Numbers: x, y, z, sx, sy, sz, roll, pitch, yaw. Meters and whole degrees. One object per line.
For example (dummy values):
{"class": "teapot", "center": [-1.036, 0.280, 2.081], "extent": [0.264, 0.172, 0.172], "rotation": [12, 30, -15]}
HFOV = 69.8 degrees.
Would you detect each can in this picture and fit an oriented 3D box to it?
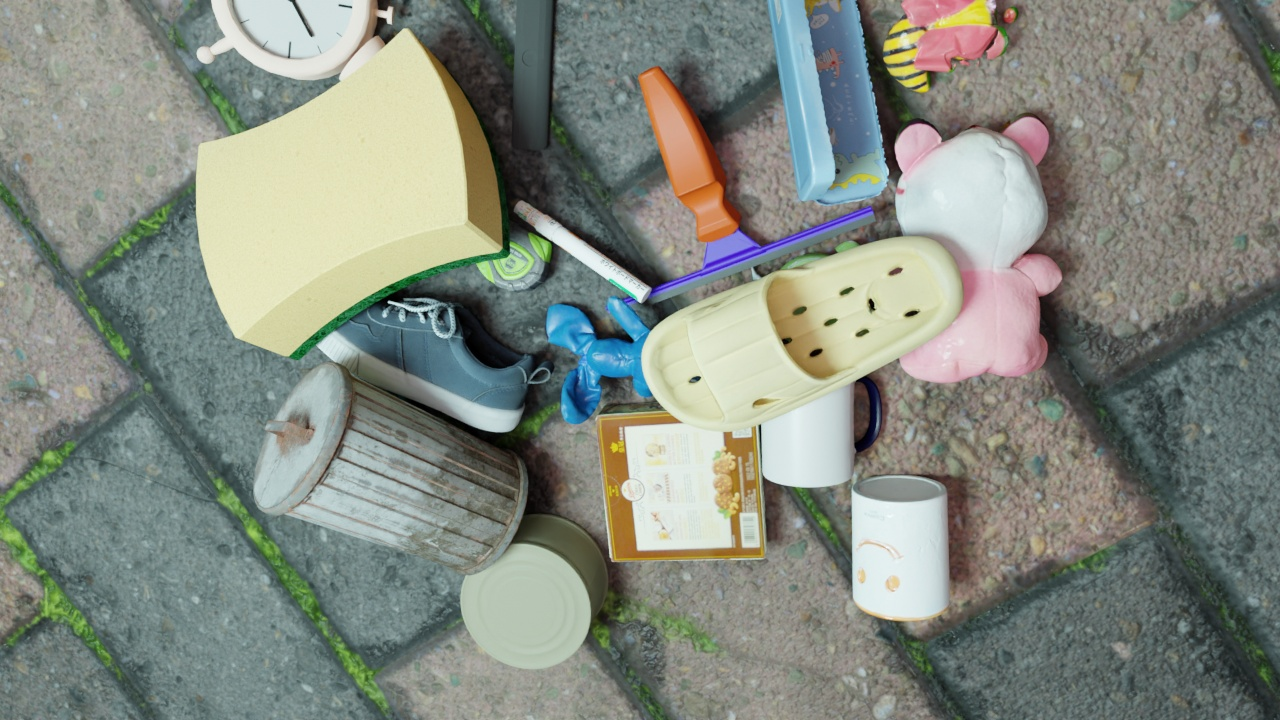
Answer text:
{"class": "can", "center": [-0.100, 0.218, 0.871], "extent": [0.128, 0.073, 0.128], "rotation": [2, 102, 9]}

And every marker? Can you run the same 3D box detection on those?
{"class": "marker", "center": [-0.053, -0.098, 0.817], "extent": [0.145, 0.017, 0.017], "rotation": [36, 105, 12]}

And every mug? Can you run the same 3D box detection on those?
{"class": "mug", "center": [0.227, 0.161, 0.801], "extent": [0.082, 0.082, 0.105], "rotation": [-2, 100, 10]}
{"class": "mug", "center": [0.160, 0.050, 0.798], "extent": [0.111, 0.079, 0.097], "rotation": [-6, 101, -18]}

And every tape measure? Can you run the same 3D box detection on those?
{"class": "tape measure", "center": [-0.113, -0.092, 0.831], "extent": [0.065, 0.036, 0.059], "rotation": [32, 95, 6]}

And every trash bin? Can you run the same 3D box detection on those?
{"class": "trash bin", "center": [-0.217, 0.096, 0.788], "extent": [0.211, 0.130, 0.131], "rotation": [31, 108, -36]}

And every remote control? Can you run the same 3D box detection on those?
{"class": "remote control", "center": [-0.095, -0.259, 0.803], "extent": [0.033, 0.015, 0.147], "rotation": [6, 102, 8]}

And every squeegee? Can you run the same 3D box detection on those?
{"class": "squeegee", "center": [0.046, -0.160, 0.778], "extent": [0.250, 0.055, 0.185], "rotation": [-19, 113, 21]}

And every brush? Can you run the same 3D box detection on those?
{"class": "brush", "center": [-0.247, -0.137, 0.779], "extent": [0.250, 0.075, 0.195], "rotation": [-24, 69, 12]}

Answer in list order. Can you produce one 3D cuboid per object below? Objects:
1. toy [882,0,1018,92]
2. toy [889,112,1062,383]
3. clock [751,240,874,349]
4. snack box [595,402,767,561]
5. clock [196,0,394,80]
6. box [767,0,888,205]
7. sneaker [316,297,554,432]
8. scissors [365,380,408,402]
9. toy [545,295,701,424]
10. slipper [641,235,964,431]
{"class": "toy", "center": [0.243, -0.264, 0.733], "extent": [0.104, 0.046, 0.084], "rotation": [-37, 107, 19]}
{"class": "toy", "center": [0.271, -0.089, 0.739], "extent": [0.142, 0.084, 0.213], "rotation": [-4, 99, -3]}
{"class": "clock", "center": [0.158, -0.052, 0.789], "extent": [0.119, 0.042, 0.094], "rotation": [-9, 101, 11]}
{"class": "snack box", "center": [0.039, 0.110, 0.842], "extent": [0.147, 0.041, 0.143], "rotation": [-4, 101, 10]}
{"class": "clock", "center": [-0.296, -0.314, 0.803], "extent": [0.160, 0.086, 0.131], "rotation": [8, 103, -2]}
{"class": "box", "center": [0.149, -0.230, 0.720], "extent": [0.079, 0.072, 0.210], "rotation": [-7, 82, -3]}
{"class": "sneaker", "center": [-0.196, -0.018, 0.834], "extent": [0.235, 0.089, 0.087], "rotation": [26, 108, -2]}
{"class": "scissors", "center": [-0.239, 0.060, 0.891], "extent": [0.131, 0.019, 0.150], "rotation": [22, 105, 4]}
{"class": "toy", "center": [-0.005, 0.005, 0.811], "extent": [0.176, 0.071, 0.112], "rotation": [4, 82, 6]}
{"class": "slipper", "center": [0.120, -0.017, 0.709], "extent": [0.262, 0.079, 0.111], "rotation": [-22, 91, 15]}
